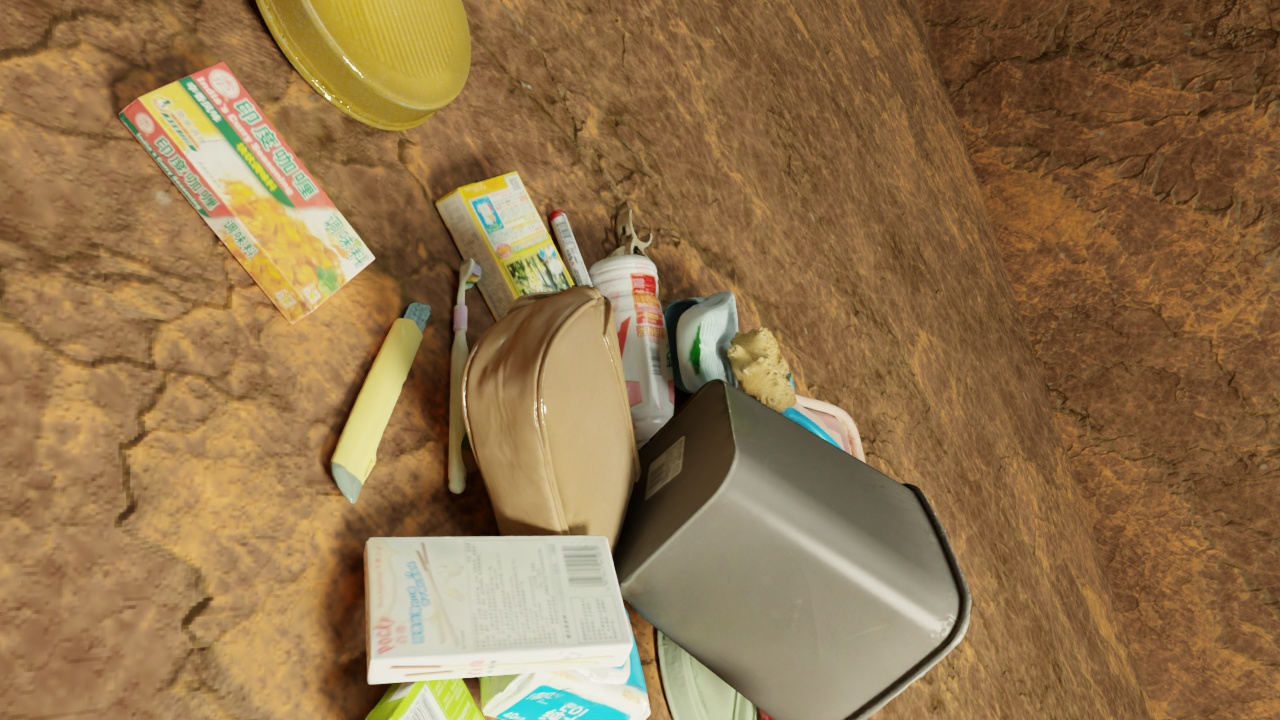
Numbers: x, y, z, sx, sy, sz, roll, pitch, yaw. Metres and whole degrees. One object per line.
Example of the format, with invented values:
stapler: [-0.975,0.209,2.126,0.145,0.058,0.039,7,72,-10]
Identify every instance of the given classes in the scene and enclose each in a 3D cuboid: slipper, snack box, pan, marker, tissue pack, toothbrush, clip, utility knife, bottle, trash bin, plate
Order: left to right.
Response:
snack box: [-0.244,-0.106,0.583,0.156,0.027,0.076,55,33,-19]
pan: [-0.247,-0.352,0.714,0.197,0.078,0.357,-22,96,-61]
utility knife: [-0.172,0.018,0.622,0.031,0.019,0.176,49,40,-34]
toothbrush: [-0.133,0.009,0.687,0.020,0.029,0.189,2,63,-10]
snack box: [-0.104,0.257,0.544,0.156,0.026,0.085,62,12,-8]
snack box: [-0.088,0.149,0.564,0.156,0.027,0.084,3,42,-20]
snack box: [-0.105,-0.085,0.772,0.140,0.034,0.086,61,32,-7]
tissue pack: [-0.053,0.200,0.627,0.140,0.063,0.090,36,25,-39]
marker: [-0.054,-0.076,0.832,0.017,0.017,0.145,12,50,-53]
bottle: [-0.005,0.005,0.837,0.068,0.068,0.196,10,66,-53]
clip: [-0.004,-0.103,0.936,0.076,0.035,0.103,51,27,-21]
slipper: [0.056,-0.014,0.912,0.245,0.074,0.104,-25,111,-77]
plate: [0.093,0.277,0.849,0.230,0.028,0.229,34,46,-43]
trash bin: [0.101,0.150,0.735,0.219,0.199,0.198,36,22,-16]

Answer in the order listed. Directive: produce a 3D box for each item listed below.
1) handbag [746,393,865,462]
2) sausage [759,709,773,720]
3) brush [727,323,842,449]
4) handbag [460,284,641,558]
handbag: [0.163,0.114,0.969,0.234,0.094,0.193,40,40,-46]
sausage: [0.121,0.335,0.809,0.020,0.020,0.155,12,62,-53]
brush: [0.163,0.059,0.907,0.254,0.046,0.083,47,26,-28]
handbag: [-0.063,0.051,0.656,0.147,0.100,0.205,-58,147,-49]
